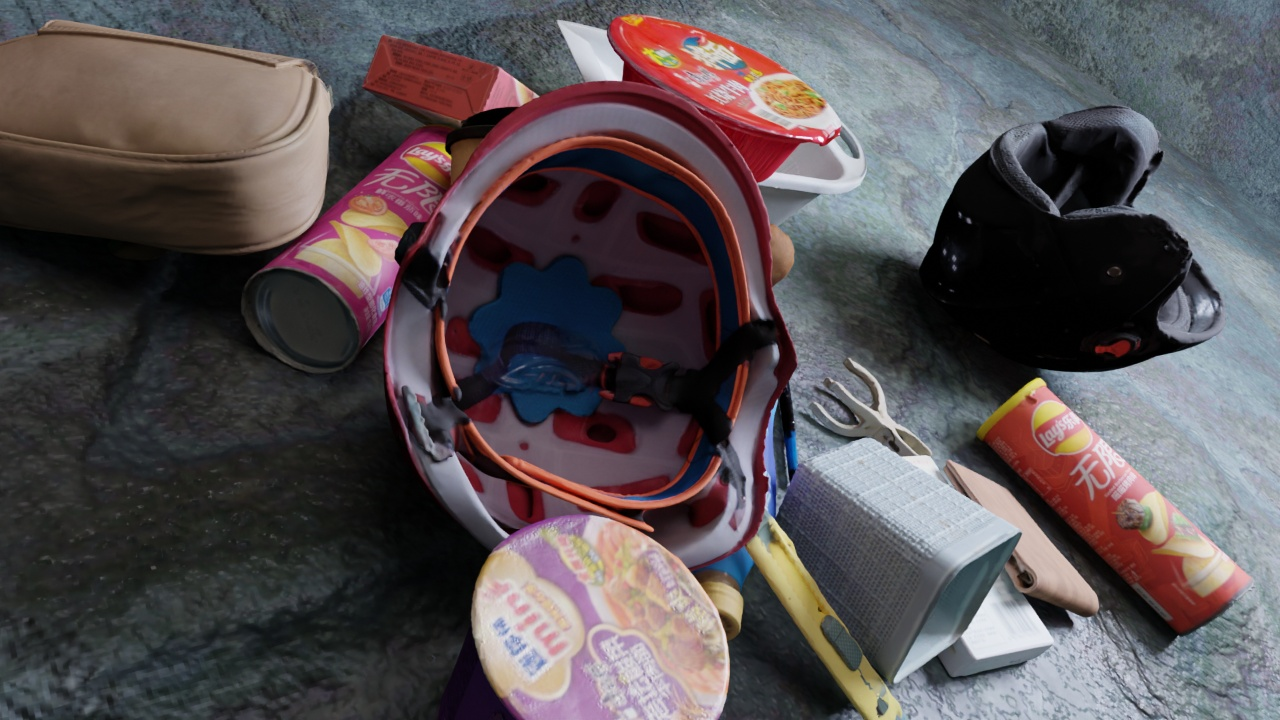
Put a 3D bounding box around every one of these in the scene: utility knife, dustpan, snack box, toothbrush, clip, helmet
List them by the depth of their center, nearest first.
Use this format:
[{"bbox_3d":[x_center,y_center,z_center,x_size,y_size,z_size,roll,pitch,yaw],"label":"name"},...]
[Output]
[{"bbox_3d":[-0.036,-0.011,0.487,0.206,0.144,0.240,13,81,-24],"label":"helmet"},{"bbox_3d":[0.110,0.159,0.498,0.030,0.020,0.196,-38,99,-36],"label":"utility knife"},{"bbox_3d":[0.204,0.134,0.628,0.084,0.027,0.156,2,45,-33],"label":"snack box"},{"bbox_3d":[-0.119,-0.185,0.682,0.113,0.044,0.127,23,2,25],"label":"snack box"},{"bbox_3d":[0.108,0.025,0.700,0.016,0.014,0.189,21,38,-13],"label":"toothbrush"},{"bbox_3d":[0.182,0.039,0.719,0.103,0.035,0.092,26,37,-15],"label":"clip"},{"bbox_3d":[0.082,-0.226,0.834,0.257,0.143,0.222,33,27,-44],"label":"dustpan"},{"bbox_3d":[0.414,-0.098,0.884,0.274,0.231,0.232,36,44,-10],"label":"helmet"}]

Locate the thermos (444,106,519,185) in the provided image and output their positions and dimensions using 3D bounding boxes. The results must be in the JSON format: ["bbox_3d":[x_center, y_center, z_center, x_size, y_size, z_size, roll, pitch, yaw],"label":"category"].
[{"bbox_3d":[-0.082,-0.081,0.576,0.093,0.093,0.143,9,85,-28],"label":"thermos"}]

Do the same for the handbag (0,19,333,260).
[{"bbox_3d":[-0.276,-0.122,0.514,0.204,0.100,0.147,10,43,0],"label":"handbag"}]

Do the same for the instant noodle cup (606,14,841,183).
[{"bbox_3d":[0.056,-0.198,0.720,0.193,0.066,0.193,17,34,-12],"label":"instant noodle cup"}]

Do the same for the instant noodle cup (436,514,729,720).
[{"bbox_3d":[-0.033,0.139,0.390,0.111,0.099,0.111,19,37,-15],"label":"instant noodle cup"}]

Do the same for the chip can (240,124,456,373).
[{"bbox_3d":[-0.162,-0.079,0.578,0.071,0.072,0.210,28,36,-5],"label":"chip can"}]

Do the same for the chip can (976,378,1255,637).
[{"bbox_3d":[0.373,0.113,0.736,0.073,0.073,0.216,-14,56,-44],"label":"chip can"}]

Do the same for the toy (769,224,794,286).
[{"bbox_3d":[0.011,-0.091,0.678,0.199,0.140,0.130,26,63,-1],"label":"toy"}]

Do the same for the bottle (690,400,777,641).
[{"bbox_3d":[0.051,0.072,0.558,0.065,0.065,0.218,24,37,-10],"label":"bottle"}]

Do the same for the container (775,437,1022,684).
[{"bbox_3d":[0.144,0.111,0.547,0.089,0.090,0.111,-11,38,-42],"label":"container"}]

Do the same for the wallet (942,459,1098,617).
[{"bbox_3d":[0.275,0.129,0.668,0.101,0.020,0.115,26,28,-38],"label":"wallet"}]
